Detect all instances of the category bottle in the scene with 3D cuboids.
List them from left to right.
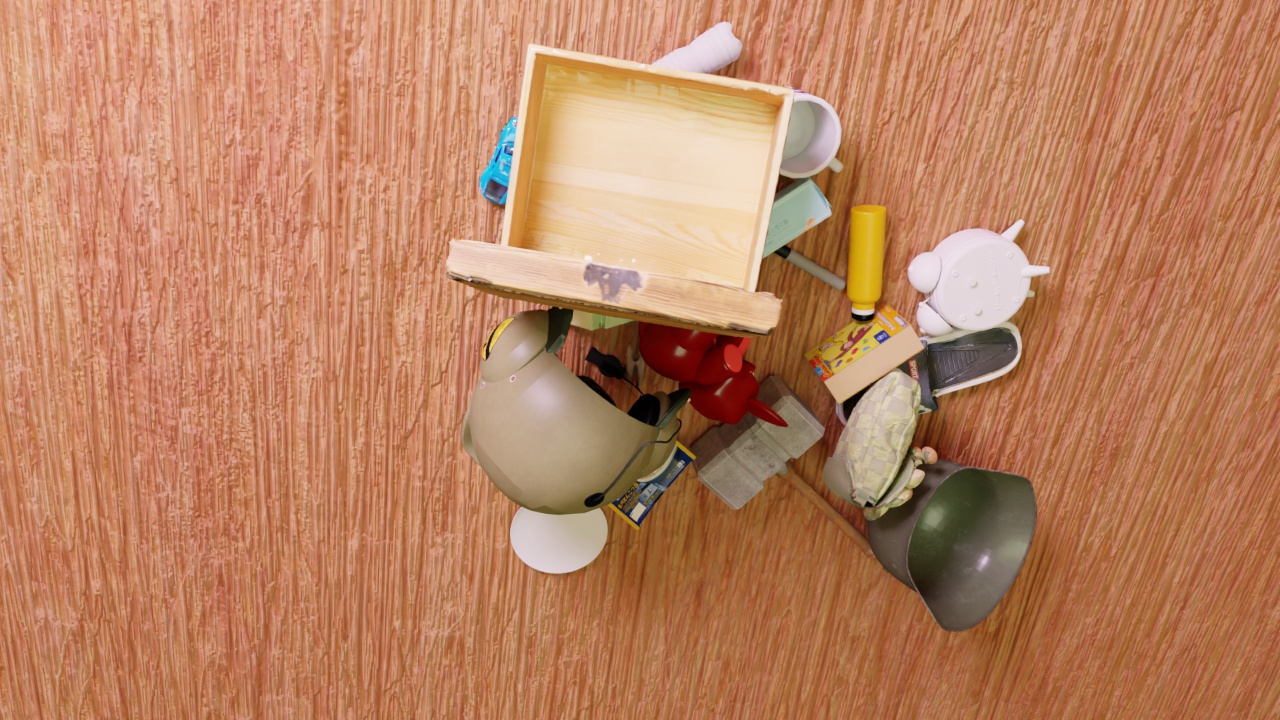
[{"bbox_3d":[0.048,-0.331,1.042,0.136,0.044,0.044,-30,113,6],"label":"bottle"},{"bbox_3d":[0.285,-0.122,1.161,0.043,0.043,0.144,-5,113,-5],"label":"bottle"}]

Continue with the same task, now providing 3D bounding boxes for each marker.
[{"bbox_3d":[0.202,-0.127,1.163,0.140,0.016,0.016,27,107,-17],"label":"marker"}]

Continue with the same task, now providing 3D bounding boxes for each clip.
[{"bbox_3d":[-0.010,0.006,1.189,0.049,0.025,0.061,33,104,-17],"label":"clip"}]

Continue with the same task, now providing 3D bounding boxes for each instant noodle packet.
[{"bbox_3d":[0.002,0.152,1.237,0.087,0.026,0.134,40,105,10],"label":"instant noodle packet"}]

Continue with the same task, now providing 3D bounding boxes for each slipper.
[{"bbox_3d":[0.388,0.020,1.226,0.264,0.063,0.111,-20,114,-1],"label":"slipper"}]

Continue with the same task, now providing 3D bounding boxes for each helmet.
[{"bbox_3d":[-0.090,0.060,1.063,0.250,0.255,0.233,36,101,-18],"label":"helmet"},{"bbox_3d":[0.400,0.225,1.250,0.267,0.154,0.227,39,82,-43],"label":"helmet"}]

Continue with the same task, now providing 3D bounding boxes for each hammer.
[{"bbox_3d":[0.233,0.182,1.262,0.163,0.082,0.317,-43,112,11],"label":"hammer"}]

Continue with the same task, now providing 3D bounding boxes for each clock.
[{"bbox_3d":[0.429,-0.100,1.172,0.161,0.072,0.125,-19,114,1],"label":"clock"}]

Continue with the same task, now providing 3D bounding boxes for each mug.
[{"bbox_3d":[0.186,-0.257,1.065,0.121,0.090,0.091,33,105,-19],"label":"mug"}]

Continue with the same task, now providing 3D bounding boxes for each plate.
[{"bbox_3d":[-0.113,0.237,1.279,0.134,0.011,0.135,-3,113,-6],"label":"plate"}]

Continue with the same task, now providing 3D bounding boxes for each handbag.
[{"bbox_3d":[0.312,0.111,1.154,0.117,0.113,0.186,25,88,-4],"label":"handbag"}]

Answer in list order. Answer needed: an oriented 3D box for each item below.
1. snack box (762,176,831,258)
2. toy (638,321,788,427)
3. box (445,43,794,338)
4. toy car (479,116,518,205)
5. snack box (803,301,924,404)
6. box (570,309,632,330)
[{"bbox_3d":[0.141,-0.153,1.095,0.175,0.074,0.053,-33,99,15],"label":"snack box"},{"bbox_3d":[0.085,0.002,1.132,0.197,0.159,0.120,48,68,-28],"label":"toy"},{"bbox_3d":[-0.006,-0.140,0.872,0.279,0.336,0.287,9,103,-1],"label":"box"},{"bbox_3d":[-0.151,-0.231,1.066,0.048,0.032,0.105,25,106,-16],"label":"toy car"},{"bbox_3d":[0.286,-0.011,1.183,0.126,0.088,0.040,-34,113,8],"label":"snack box"},{"bbox_3d":[-0.055,-0.136,1.121,0.097,0.082,0.188,-20,121,-47],"label":"box"}]
